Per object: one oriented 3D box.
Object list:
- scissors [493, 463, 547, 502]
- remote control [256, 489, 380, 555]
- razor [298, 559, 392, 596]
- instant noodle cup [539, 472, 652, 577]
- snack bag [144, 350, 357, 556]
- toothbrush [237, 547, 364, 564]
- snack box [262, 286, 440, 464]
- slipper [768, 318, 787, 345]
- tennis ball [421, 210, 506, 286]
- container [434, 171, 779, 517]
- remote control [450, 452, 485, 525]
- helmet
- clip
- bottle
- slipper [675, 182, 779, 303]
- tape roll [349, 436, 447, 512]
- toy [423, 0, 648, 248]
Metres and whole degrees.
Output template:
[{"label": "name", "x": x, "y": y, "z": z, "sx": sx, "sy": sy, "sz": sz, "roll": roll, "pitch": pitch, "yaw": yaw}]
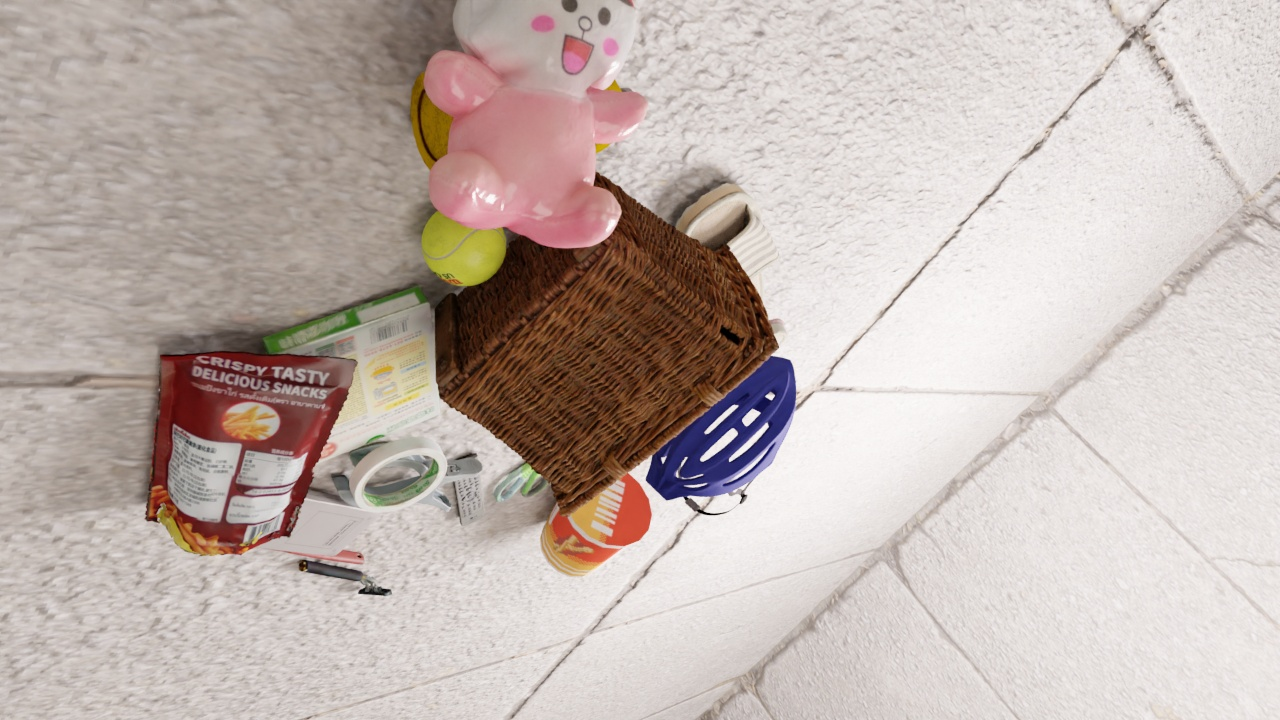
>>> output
[{"label": "scissors", "x": -0.110, "y": 0.112, "z": 1.116, "sx": 0.175, "sy": 0.032, "sz": 0.092, "roll": -46, "pitch": 148, "yaw": 23}, {"label": "remote control", "x": -0.335, "y": 0.161, "z": 0.919, "sx": 0.074, "sy": 0.019, "sz": 0.151, "roll": -42, "pitch": 153, "yaw": 7}, {"label": "razor", "x": -0.337, "y": 0.245, "z": 1.043, "sx": 0.043, "sy": 0.022, "sz": 0.144, "roll": -3, "pitch": 155, "yaw": 20}, {"label": "instant noodle cup", "x": -0.068, "y": 0.220, "z": 1.221, "sx": 0.123, "sy": 0.123, "sz": 0.121, "roll": -11, "pitch": 150, "yaw": -40}, {"label": "snack bag", "x": -0.322, "y": 0.073, "z": 0.739, "sx": 0.138, "sy": 0.066, "sz": 0.208, "roll": 10, "pitch": 130, "yaw": -27}, {"label": "toothbrush", "x": -0.356, "y": 0.201, "z": 0.957, "sx": 0.016, "sy": 0.016, "sz": 0.189, "roll": -38, "pitch": 153, "yaw": 9}, {"label": "snack box", "x": -0.244, "y": 0.017, "z": 0.800, "sx": 0.131, "sy": 0.027, "sz": 0.168, "roll": -23, "pitch": 149, "yaw": -24}, {"label": "slipper", "x": 0.045, "y": 0.014, "z": 1.090, "sx": 0.274, "sy": 0.054, "sz": 0.114, "roll": -27, "pitch": 164, "yaw": 2}, {"label": "tennis ball", "x": -0.138, "y": -0.091, "z": 0.720, "sx": 0.065, "sy": 0.065, "sz": 0.065, "roll": -28, "pitch": 151, "yaw": -18}, {"label": "container", "x": -0.046, "y": -0.025, "z": 0.781, "sx": 0.250, "sy": 0.162, "sz": 0.183, "roll": -40, "pitch": 125, "yaw": 19}, {"label": "remote control", "x": -0.200, "y": 0.152, "z": 1.067, "sx": 0.033, "sy": 0.013, "sz": 0.137, "roll": -23, "pitch": 148, "yaw": -22}, {"label": "helmet", "x": 0.109, "y": 0.108, "z": 1.214, "sx": 0.241, "sy": 0.148, "sz": 0.228, "roll": -38, "pitch": 152, "yaw": -20}, {"label": "clip", "x": -0.254, "y": 0.136, "z": 0.959, "sx": 0.115, "sy": 0.028, "sz": 0.163, "roll": -48, "pitch": 145, "yaw": 20}, {"label": "bottle", "x": -0.074, "y": -0.177, "z": 0.662, "sx": 0.163, "sy": 0.071, "sz": 0.071, "roll": -17, "pitch": 146, "yaw": -34}, {"label": "slipper", "x": 0.098, "y": -0.094, "z": 1.008, "sx": 0.114, "sy": 0.054, "sz": 0.273, "roll": -40, "pitch": 155, "yaw": -5}, {"label": "tape roll", "x": -0.237, "y": 0.113, "z": 0.900, "sx": 0.093, "sy": 0.018, "sz": 0.094, "roll": -23, "pitch": 145, "yaw": -17}, {"label": "toy", "x": -0.066, "y": -0.181, "z": 0.573, "sx": 0.141, "sy": 0.084, "sz": 0.213, "roll": 8, "pitch": 85, "yaw": -33}]
